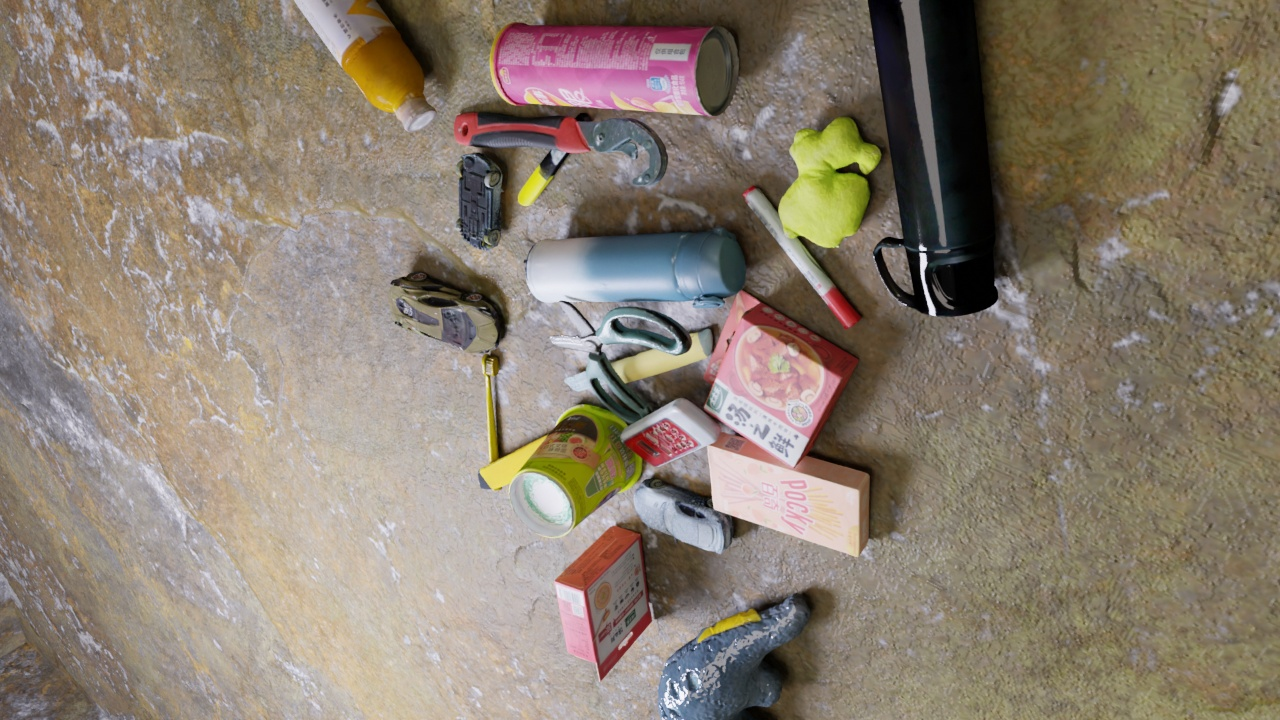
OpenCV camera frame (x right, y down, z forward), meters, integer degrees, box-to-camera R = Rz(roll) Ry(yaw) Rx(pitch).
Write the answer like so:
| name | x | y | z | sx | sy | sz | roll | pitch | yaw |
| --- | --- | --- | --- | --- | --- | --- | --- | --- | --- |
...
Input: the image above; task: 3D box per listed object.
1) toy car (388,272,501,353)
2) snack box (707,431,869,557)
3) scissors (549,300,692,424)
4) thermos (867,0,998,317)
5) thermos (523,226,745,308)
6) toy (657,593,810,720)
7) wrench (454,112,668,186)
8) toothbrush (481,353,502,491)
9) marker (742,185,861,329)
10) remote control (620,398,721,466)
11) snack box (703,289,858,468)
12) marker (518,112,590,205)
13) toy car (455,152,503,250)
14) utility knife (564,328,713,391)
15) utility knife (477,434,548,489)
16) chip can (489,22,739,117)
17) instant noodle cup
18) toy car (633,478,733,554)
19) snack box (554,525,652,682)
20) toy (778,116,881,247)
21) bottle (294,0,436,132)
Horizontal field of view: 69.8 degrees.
| name | x | y | z | sx | sy | sz | roll | pitch | yaw |
| --- | --- | --- | --- | --- | --- | --- | --- | --- | --- |
| toy car | -0.226 | -0.053 | 1.053 | 0.158 | 0.042 | 0.070 | 17 | 123 | 27 |
| snack box | 0.139 | 0.126 | 0.875 | 0.157 | 0.026 | 0.084 | 14 | 129 | 32 |
| scissors | -0.009 | 0.007 | 0.901 | 0.172 | 0.019 | 0.170 | 1 | 134 | 36 |
| thermos | 0.200 | -0.153 | 0.655 | 0.090 | 0.068 | 0.243 | 0 | 113 | 32 |
| thermos | -0.007 | -0.084 | 0.852 | 0.221 | 0.070 | 0.070 | 3 | 115 | 36 |
| toy | 0.088 | 0.379 | 1.023 | 0.138 | 0.091 | 0.357 | 10 | 124 | 1 |
| wrench | -0.084 | -0.209 | 0.864 | 0.274 | 0.016 | 0.056 | 18 | 111 | 35 |
| toothbrush | -0.175 | 0.078 | 1.100 | 0.017 | 0.015 | 0.190 | 15 | 122 | 23 |
| marker | 0.136 | -0.088 | 0.775 | 0.145 | 0.017 | 0.017 | 53 | 133 | 3 |
| remote control | 0.027 | 0.074 | 0.911 | 0.056 | 0.020 | 0.136 | 40 | 150 | -10 |
| snack box | 0.114 | 0.017 | 0.829 | 0.127 | 0.044 | 0.113 | 33 | 130 | 19 |
| marker | -0.083 | -0.193 | 0.888 | 0.018 | 0.015 | 0.124 | 54 | 130 | 10 |
| toy car | -0.165 | -0.165 | 0.951 | 0.049 | 0.031 | 0.106 | 24 | 127 | 24 |
| utility knife | -0.006 | 0.005 | 0.930 | 0.205 | 0.021 | 0.031 | -18 | 98 | 35 |
| utility knife | -0.121 | 0.110 | 1.071 | 0.217 | 0.015 | 0.033 | -28 | 102 | 36 |
| chip can | -0.025 | -0.247 | 0.776 | 0.211 | 0.071 | 0.071 | 14 | 121 | 31 |
| instant noodle cup | -0.073 | 0.122 | 0.965 | 0.112 | 0.123 | 0.112 | 12 | 118 | 23 |
| toy car | 0.043 | 0.165 | 0.969 | 0.121 | 0.036 | 0.054 | 17 | 123 | 33 |
| snack box | -0.039 | 0.272 | 1.035 | 0.044 | 0.113 | 0.127 | 9 | 118 | 32 |
| toy | 0.149 | -0.137 | 0.729 | 0.097 | 0.031 | 0.100 | -9 | 107 | 38 |
| bottle | -0.276 | -0.318 | 0.928 | 0.068 | 0.067 | 0.189 | -36 | 89 | 43 |
